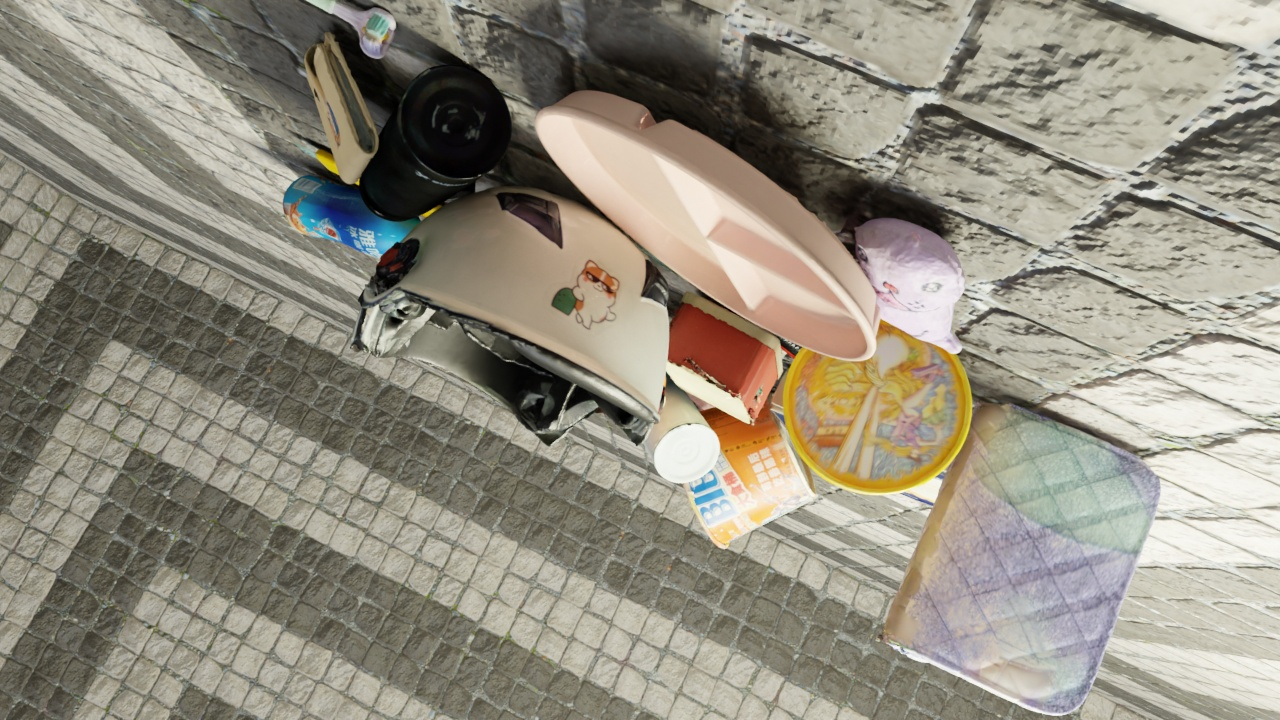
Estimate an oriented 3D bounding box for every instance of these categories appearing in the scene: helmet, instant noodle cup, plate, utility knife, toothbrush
[{"bbox_3d":[-0.079,-0.045,0.680,0.230,0.156,0.275,28,161,-21],"label":"helmet"},{"bbox_3d":[0.160,0.035,0.642,0.118,0.118,0.114,24,177,12],"label":"instant noodle cup"},{"bbox_3d":[0.040,-0.075,0.521,0.229,0.028,0.229,35,176,2],"label":"plate"},{"bbox_3d":[-0.253,-0.171,0.879,0.181,0.015,0.033,26,165,4],"label":"utility knife"},{"bbox_3d":[0.110,0.107,0.961,0.111,0.151,0.151,-24,152,12],"label":"instant noodle cup"},{"bbox_3d":[-0.230,-0.232,0.531,0.189,0.029,0.021,28,-153,-4],"label":"toothbrush"}]

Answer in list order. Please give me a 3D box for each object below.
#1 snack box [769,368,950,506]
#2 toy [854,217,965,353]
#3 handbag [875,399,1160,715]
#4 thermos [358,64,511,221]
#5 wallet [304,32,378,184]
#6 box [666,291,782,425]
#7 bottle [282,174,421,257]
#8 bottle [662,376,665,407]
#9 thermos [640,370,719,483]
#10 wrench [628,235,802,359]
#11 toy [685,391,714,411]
[{"bbox_3d":[0.230,0.084,0.872,0.178,0.045,0.182,20,168,28],"label":"snack box"},{"bbox_3d":[0.142,-0.045,0.496,0.084,0.039,0.108,32,173,21],"label":"toy"},{"bbox_3d":[0.268,0.140,0.652,0.134,0.193,0.075,24,172,11],"label":"handbag"},{"bbox_3d":[-0.146,-0.145,0.658,0.089,0.068,0.243,-3,-177,-22],"label":"thermos"},{"bbox_3d":[-0.210,-0.173,0.636,0.115,0.024,0.087,4,112,68],"label":"wallet"},{"bbox_3d":[0.064,0.009,0.775,0.091,0.075,0.168,29,175,13],"label":"box"},{"bbox_3d":[-0.279,-0.143,0.944,0.219,0.065,0.065,19,167,32],"label":"bottle"},{"bbox_3d":[-0.005,0.005,0.824,0.066,0.067,0.149,32,-154,-27],"label":"bottle"},{"bbox_3d":[0.016,0.040,0.930,0.070,0.070,0.220,32,-167,-27],"label":"thermos"},{"bbox_3d":[0.088,-0.037,0.716,0.273,0.016,0.056,33,172,-31],"label":"wrench"},{"bbox_3d":[0.016,0.037,1.080,0.159,0.054,0.121,21,-162,6],"label":"toy"}]
